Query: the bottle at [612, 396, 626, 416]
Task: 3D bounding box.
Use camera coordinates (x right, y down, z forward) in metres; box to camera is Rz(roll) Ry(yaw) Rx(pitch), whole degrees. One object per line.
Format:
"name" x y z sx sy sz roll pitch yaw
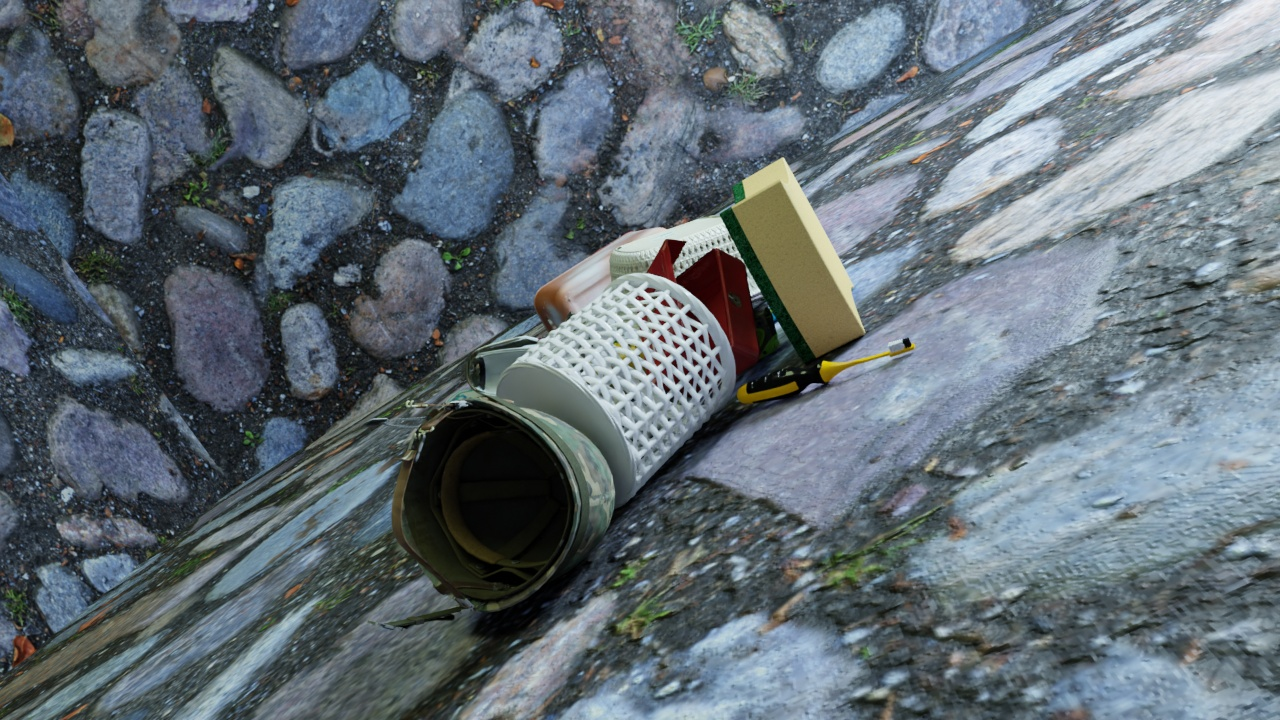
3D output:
"bottle" -0.072 0.103 1.165 0.084 0.046 0.173 -19 17 47

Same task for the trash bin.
"trash bin" -0.034 -0.105 1.628 0.259 0.181 0.157 -34 13 -15

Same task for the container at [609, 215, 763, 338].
"container" 0.071 -0.128 1.401 0.251 0.143 0.185 -21 15 -18

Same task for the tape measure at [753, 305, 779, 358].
"tape measure" 0.138 -0.029 1.142 0.066 0.058 0.035 -21 10 29

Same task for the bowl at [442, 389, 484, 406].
"bowl" -0.217 0.111 1.314 0.074 0.144 0.143 -6 24 31

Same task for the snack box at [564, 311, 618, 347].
"snack box" -0.050 -0.027 1.428 0.025 0.147 0.080 -63 7 10

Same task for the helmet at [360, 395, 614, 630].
"helmet" -0.145 0.130 0.840 0.225 0.192 0.236 -3 -2 23

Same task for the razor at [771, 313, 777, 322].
"razor" 0.170 -0.052 1.267 0.143 0.022 0.042 -39 -24 -17

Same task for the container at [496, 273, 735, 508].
"container" -0.025 0.032 0.988 0.190 0.189 0.186 -18 19 50

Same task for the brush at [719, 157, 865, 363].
"brush" 0.183 -0.127 1.099 0.075 0.195 0.249 -28 12 17

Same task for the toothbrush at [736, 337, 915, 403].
"toothbrush" 0.184 0.012 0.935 0.197 0.031 0.031 -19 22 33

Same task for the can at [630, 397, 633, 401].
"can" -0.019 0.029 1.321 0.054 0.054 0.137 -18 18 50

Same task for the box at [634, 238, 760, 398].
"box" 0.068 -0.047 1.129 0.117 0.157 0.136 7 -34 -25

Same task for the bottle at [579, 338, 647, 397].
"bottle" -0.007 0.007 1.235 0.164 0.071 0.071 -14 14 7

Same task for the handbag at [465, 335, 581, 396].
"handbag" -0.163 0.011 1.361 0.142 0.096 0.198 2 1 7
